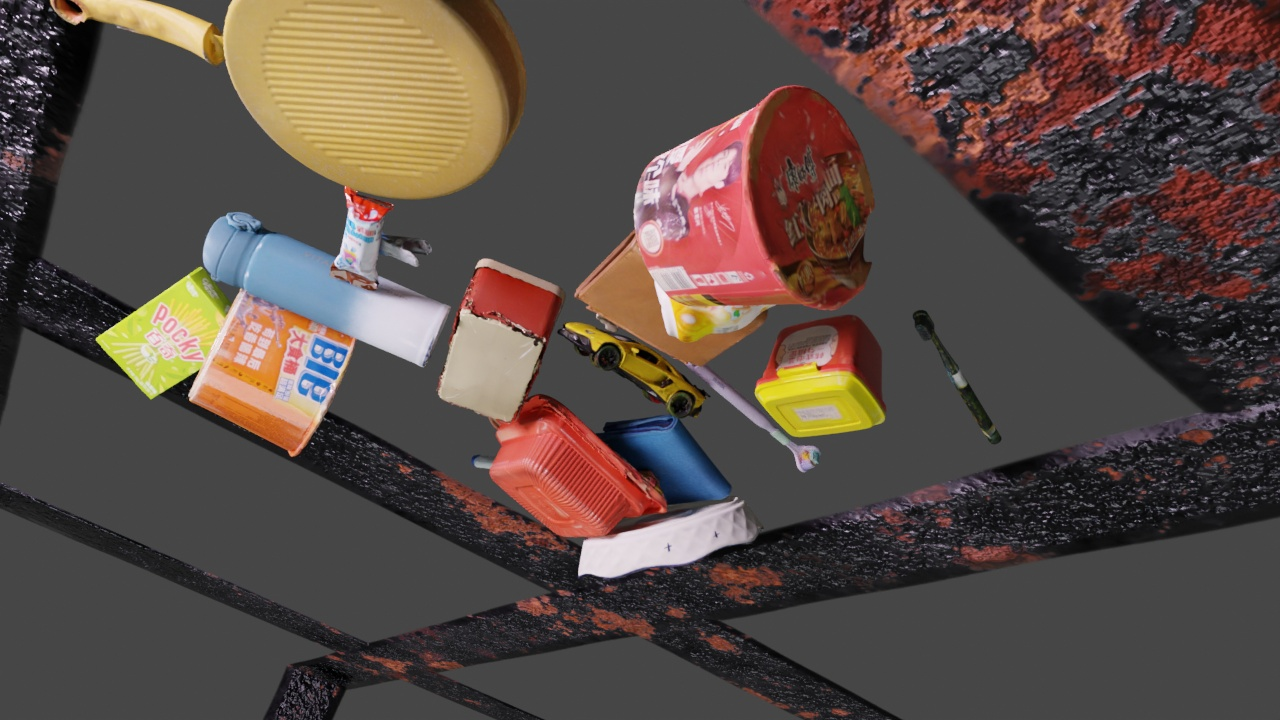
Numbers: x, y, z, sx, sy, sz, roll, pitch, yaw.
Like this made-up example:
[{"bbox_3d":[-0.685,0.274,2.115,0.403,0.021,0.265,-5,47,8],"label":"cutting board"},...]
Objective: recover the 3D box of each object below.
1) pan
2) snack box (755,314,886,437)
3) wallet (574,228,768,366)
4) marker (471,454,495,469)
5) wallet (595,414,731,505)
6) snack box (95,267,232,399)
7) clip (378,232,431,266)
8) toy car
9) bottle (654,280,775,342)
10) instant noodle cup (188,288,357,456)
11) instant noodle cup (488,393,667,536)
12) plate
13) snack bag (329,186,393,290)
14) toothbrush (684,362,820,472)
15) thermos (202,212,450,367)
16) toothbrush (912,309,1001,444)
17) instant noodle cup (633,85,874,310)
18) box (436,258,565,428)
[{"bbox_3d":[-0.254,-0.214,0.635,0.357,0.078,0.198,7,143,4],"label":"pan"},{"bbox_3d":[0.149,0.010,0.746,0.091,0.080,0.082,-11,138,36],"label":"snack box"},{"bbox_3d":[0.023,-0.047,0.764,0.131,0.031,0.108,30,141,-18],"label":"wallet"},{"bbox_3d":[-0.135,0.129,1.100,0.146,0.016,0.017,5,145,17],"label":"marker"},{"bbox_3d":[0.023,0.110,0.986,0.107,0.040,0.133,-10,135,31],"label":"wallet"},{"bbox_3d":[-0.489,-0.026,0.963,0.157,0.026,0.086,-25,111,23],"label":"snack box"},{"bbox_3d":[-0.214,-0.097,0.806,0.057,0.028,0.024,17,143,18],"label":"clip"},{"bbox_3d":[-0.005,0.005,0.825,0.155,0.041,0.071,32,179,-25],"label":"toy car"},{"bbox_3d":[0.067,-0.054,0.691,0.108,0.063,0.063,-15,142,0],"label":"bottle"},{"bbox_3d":[-0.357,0.004,0.889,0.111,0.151,0.152,26,146,-24],"label":"instant noodle cup"},{"bbox_3d":[-0.082,0.121,0.968,0.189,0.078,0.165,45,151,-15],"label":"instant noodle cup"},{"bbox_3d":[0.029,0.190,1.001,0.205,0.045,0.205,-13,176,-1],"label":"plate"},{"bbox_3d":[-0.239,-0.105,0.787,0.045,0.026,0.106,19,130,-8],"label":"snack bag"},{"bbox_3d":[0.107,0.050,0.877,0.189,0.029,0.021,38,179,-27],"label":"toothbrush"},{"bbox_3d":[-0.288,-0.065,0.846,0.220,0.070,0.070,24,146,-10],"label":"thermos"},{"bbox_3d":[0.266,0.020,0.763,0.012,0.017,0.186,-17,134,31],"label":"toothbrush"},{"bbox_3d":[0.068,-0.095,0.591,0.109,0.137,0.138,-6,141,44],"label":"instant noodle cup"},{"bbox_3d":[-0.136,-0.007,0.850,0.091,0.078,0.169,21,146,-7],"label":"box"}]
